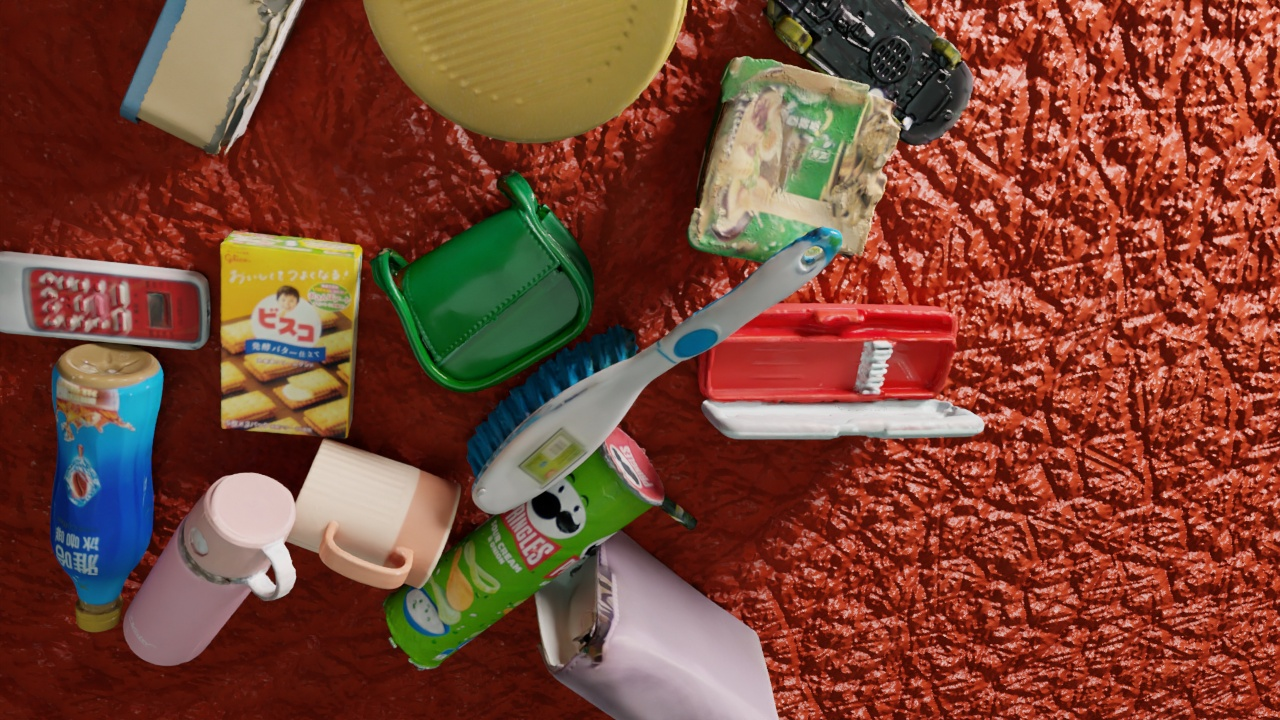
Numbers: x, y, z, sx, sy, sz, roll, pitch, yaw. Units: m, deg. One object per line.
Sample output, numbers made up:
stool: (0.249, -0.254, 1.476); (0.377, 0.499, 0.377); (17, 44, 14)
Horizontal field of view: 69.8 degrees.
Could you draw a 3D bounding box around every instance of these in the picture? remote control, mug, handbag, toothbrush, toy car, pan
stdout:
remote control: (-0.362, -0.039, 0.615); (0.136, 0.020, 0.056); (6, 114, -12)
mug: (-0.195, 0.118, 0.660); (0.106, 0.114, 0.082); (23, 110, -15)
handbag: (-0.102, -0.051, 0.630); (0.131, 0.068, 0.120); (-29, 108, 6)
handbag: (0.012, 0.236, 0.728); (0.197, 0.145, 0.098); (40, 100, -21)
toothbrush: (-0.022, 0.083, 0.724); (0.186, 0.017, 0.012); (40, 105, -21)
toy car: (0.151, -0.207, 0.607); (0.158, 0.042, 0.070); (38, 102, -15)
pan: (0.008, -0.253, 0.548); (0.358, 0.078, 0.198); (-12, 119, 9)

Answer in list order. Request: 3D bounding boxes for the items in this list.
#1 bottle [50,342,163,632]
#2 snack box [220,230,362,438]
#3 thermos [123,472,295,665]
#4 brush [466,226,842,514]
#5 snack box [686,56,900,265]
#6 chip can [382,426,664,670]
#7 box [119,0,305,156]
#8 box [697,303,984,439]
bottle: (-0.379, 0.097, 0.648); (0.065, 0.065, 0.219); (10, 112, -13)
snack box: (-0.243, -0.015, 0.638); (0.087, 0.033, 0.141); (6, 111, -12)
thermos: (-0.297, 0.155, 0.642); (0.199, 0.067, 0.087); (-42, 80, 36)
brush: (-0.004, 0.004, 0.613); (0.315, 0.109, 0.060); (-41, 112, 15)
snack box: (0.087, -0.131, 0.598); (0.117, 0.105, 0.118); (10, 111, -11)
chip can: (-0.093, 0.145, 0.702); (0.236, 0.072, 0.072); (-38, 114, 15)
box: (-0.232, -0.200, 0.526); (0.061, 0.089, 0.184); (28, 103, -24)
box: (0.148, 0.016, 0.675); (0.201, 0.101, 0.095); (0, 115, -9)
